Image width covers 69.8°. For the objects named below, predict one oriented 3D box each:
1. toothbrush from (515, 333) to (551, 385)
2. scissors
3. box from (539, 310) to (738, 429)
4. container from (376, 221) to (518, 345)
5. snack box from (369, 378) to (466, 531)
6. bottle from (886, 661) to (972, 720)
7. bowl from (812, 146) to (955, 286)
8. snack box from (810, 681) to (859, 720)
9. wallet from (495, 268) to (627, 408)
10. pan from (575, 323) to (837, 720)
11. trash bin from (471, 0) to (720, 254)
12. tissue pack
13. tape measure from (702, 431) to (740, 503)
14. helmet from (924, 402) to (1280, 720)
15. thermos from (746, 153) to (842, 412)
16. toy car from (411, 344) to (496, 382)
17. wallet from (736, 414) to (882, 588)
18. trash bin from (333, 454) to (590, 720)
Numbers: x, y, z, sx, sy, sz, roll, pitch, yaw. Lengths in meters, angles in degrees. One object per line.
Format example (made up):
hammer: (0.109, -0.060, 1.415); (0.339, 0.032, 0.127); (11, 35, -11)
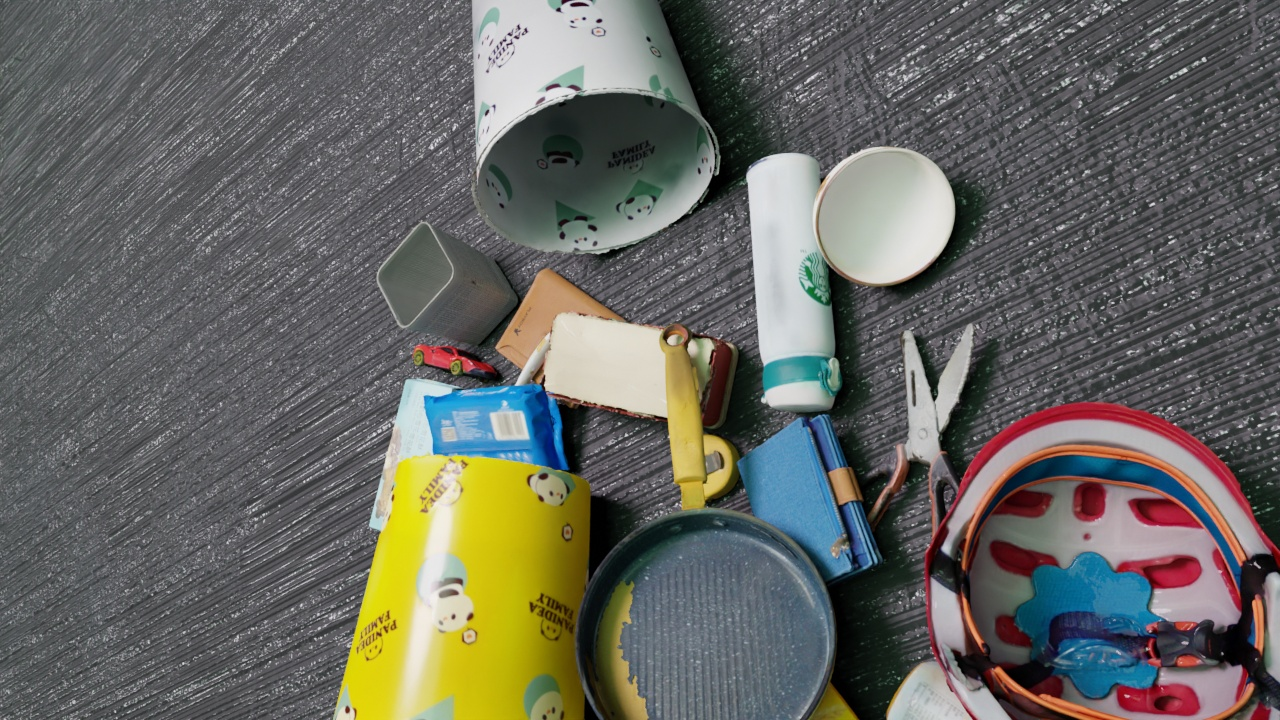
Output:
toothbrush: (-0.136, 0.036, 0.961); (0.192, 0.016, 0.018); (-54, 51, 28)
scissors: (0.219, 0.081, 0.720); (0.227, 0.015, 0.189); (-55, 40, 20)
box: (-0.005, 0.005, 0.849); (0.168, 0.080, 0.091); (11, 89, 25)
container: (-0.205, -0.078, 0.998); (0.090, 0.114, 0.090); (-43, 59, 17)
snack box: (-0.237, 0.111, 1.011); (0.074, 0.051, 0.174); (9, 83, 35)
bottle: (0.263, 0.286, 0.629); (0.190, 0.068, 0.068); (31, 96, 35)
bowl: (0.196, -0.124, 0.765); (0.114, 0.113, 0.062); (-48, 17, 15)
snack box: (0.074, 0.325, 0.694); (0.210, 0.070, 0.157); (-34, 58, -9)
wallet: (-0.083, -0.024, 0.957); (0.132, 0.031, 0.108); (36, 97, 35)
pan: (0.043, 0.135, 0.730); (0.198, 0.078, 0.356); (-8, 57, 9)
trash bin: (-0.062, -0.271, 0.895); (0.230, 0.229, 0.251); (-26, 60, 26)
tissue pack: (-0.149, 0.074, 0.938); (0.157, 0.052, 0.095); (-5, 104, 22)
tape measure: (0.061, 0.096, 0.833); (0.057, 0.029, 0.060); (-32, 63, 22)
helmet: (0.295, 0.163, 0.595); (0.207, 0.144, 0.239); (-1, 58, 20)
thermos: (0.134, -0.065, 0.800); (0.073, 0.073, 0.224); (-11, 73, 31)
toy car: (-0.204, 0.002, 1.018); (0.106, 0.049, 0.031); (14, 88, 36)
wallet: (0.136, 0.123, 0.759); (0.107, 0.040, 0.133); (-42, 54, 42)
trash bin: (-0.148, 0.229, 0.830); (0.230, 0.229, 0.255); (-5, 70, 32)
